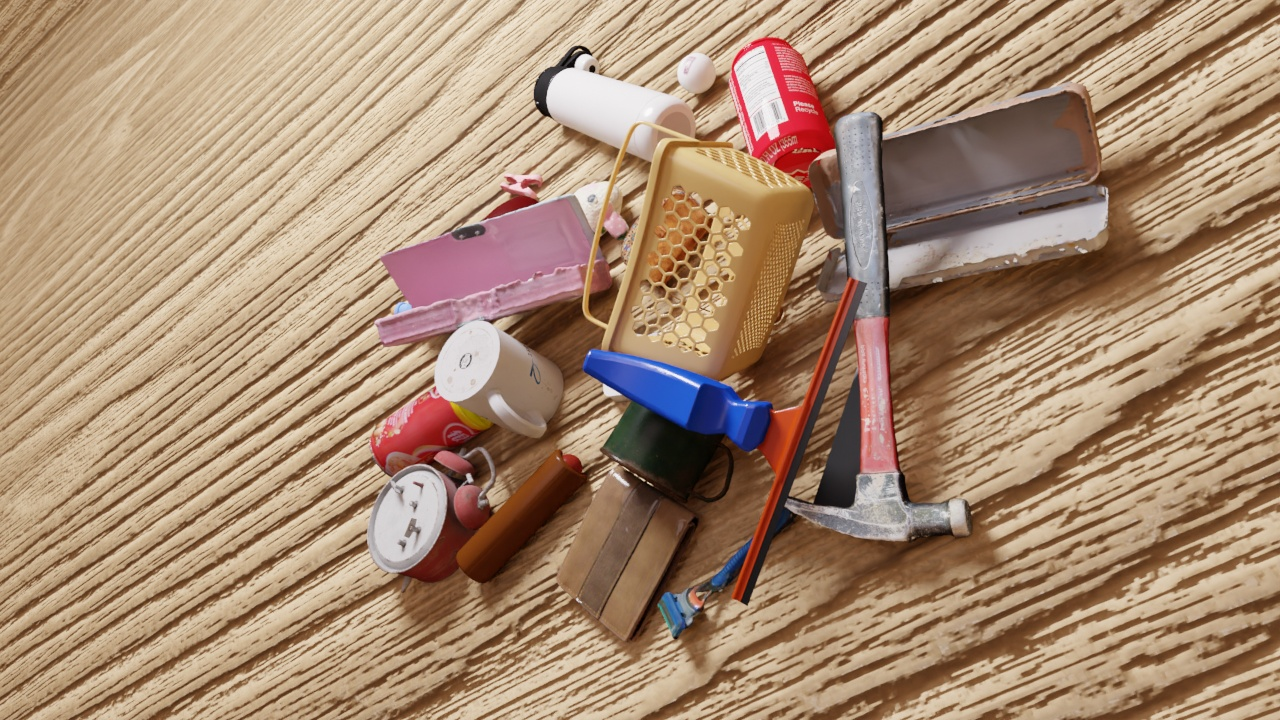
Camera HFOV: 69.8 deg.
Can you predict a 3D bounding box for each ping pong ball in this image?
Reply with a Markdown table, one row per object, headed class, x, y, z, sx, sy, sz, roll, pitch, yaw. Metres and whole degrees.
| class | x | y | z | sx | sy | sz | roll | pitch | yaw |
| --- | --- | --- | --- | --- | --- | --- | --- | --- | --- |
| ping pong ball | 0.059 | -0.299 | 0.956 | 0.040 | 0.040 | 0.040 | -17 | 58 | 30 |

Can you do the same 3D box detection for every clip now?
| class | x | y | z | sx | sy | sz | roll | pitch | yaw |
| --- | --- | --- | --- | --- | --- | --- | --- | --- | --- |
| clip | -0.137 | -0.208 | 1.070 | 0.044 | 0.023 | 0.060 | -49 | 50 | 0 |

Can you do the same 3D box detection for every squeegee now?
| class | x | y | z | sx | sy | sz | roll | pitch | yaw |
| --- | --- | --- | --- | --- | --- | --- | --- | --- | --- |
| squeegee | 0.041 | 0.031 | 0.700 | 0.185 | 0.055 | 0.249 | 21 | 97 | 17 |

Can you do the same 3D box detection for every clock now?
| class | x | y | z | sx | sy | sz | roll | pitch | yaw |
| --- | --- | --- | --- | --- | --- | --- | --- | --- | --- |
| clock | -0.207 | 0.148 | 0.914 | 0.157 | 0.062 | 0.110 | -43 | 49 | 11 |

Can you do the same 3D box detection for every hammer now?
| class | x | y | z | sx | sy | sz | roll | pitch | yaw |
| --- | --- | --- | --- | --- | --- | --- | --- | --- | --- |
| hammer | 0.164 | -0.029 | 0.691 | 0.141 | 0.036 | 0.326 | -6 | 78 | 28 |

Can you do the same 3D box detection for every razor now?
| class | x | y | z | sx | sy | sz | roll | pitch | yaw |
| --- | --- | --- | --- | --- | --- | --- | --- | --- | --- |
| razor | 0.073 | 0.163 | 0.725 | 0.141 | 0.018 | 0.044 | -44 | 30 | 7 |

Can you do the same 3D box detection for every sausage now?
| class | x | y | z | sx | sy | sz | roll | pitch | yaw |
| --- | --- | --- | --- | --- | --- | --- | --- | --- | --- |
| sausage | -0.111 | 0.146 | 0.860 | 0.156 | 0.040 | 0.040 | -46 | 48 | 9 |

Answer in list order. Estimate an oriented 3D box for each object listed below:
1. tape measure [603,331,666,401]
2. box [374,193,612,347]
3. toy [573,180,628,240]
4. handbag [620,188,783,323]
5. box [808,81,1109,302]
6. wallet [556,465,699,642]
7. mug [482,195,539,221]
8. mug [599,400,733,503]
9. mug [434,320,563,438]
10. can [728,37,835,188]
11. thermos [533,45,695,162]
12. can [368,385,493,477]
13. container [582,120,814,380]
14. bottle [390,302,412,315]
| class | x | y | z | sx | sy | sz | roll | pitch | yaw |
| --- | --- | --- | --- | --- | --- | --- | --- | --- | --- |
| tape measure | -0.005 | 0.005 | 0.865 | 0.065 | 0.016 | 0.064 | -15 | 59 | 30 |
| box | -0.158 | -0.093 | 0.929 | 0.233 | 0.099 | 0.107 | -14 | 94 | 18 |
| toy | -0.056 | -0.155 | 0.967 | 0.087 | 0.050 | 0.112 | -33 | 58 | 19 |
| handbag | 0.058 | -0.088 | 0.854 | 0.093 | 0.043 | 0.196 | -51 | 51 | 6 |
| box | 0.233 | -0.124 | 0.703 | 0.218 | 0.095 | 0.115 | -11 | 105 | 33 |
| wallet | -0.013 | 0.162 | 0.781 | 0.099 | 0.027 | 0.121 | 28 | 91 | 40 |
| mug | -0.145 | -0.133 | 1.000 | 0.114 | 0.087 | 0.088 | -17 | 41 | 27 |
| mug | 0.033 | 0.069 | 0.764 | 0.111 | 0.085 | 0.081 | 29 | 85 | 26 |
| mug | -0.130 | 0.030 | 0.892 | 0.083 | 0.096 | 0.119 | -44 | 49 | 11 |
| can | 0.128 | -0.226 | 0.843 | 0.075 | 0.074 | 0.142 | -26 | 54 | 24 |
| thermos | -0.026 | -0.284 | 0.999 | 0.101 | 0.068 | 0.230 | -48 | 46 | -10 |
| can | -0.216 | 0.068 | 0.958 | 0.125 | 0.066 | 0.066 | -32 | 52 | 21 |
| container | 0.035 | -0.091 | 0.768 | 0.167 | 0.129 | 0.184 | 26 | 114 | 25 |
| bottle | -0.237 | -0.057 | 1.050 | 0.131 | 0.048 | 0.048 | 0 | 68 | 37 |
